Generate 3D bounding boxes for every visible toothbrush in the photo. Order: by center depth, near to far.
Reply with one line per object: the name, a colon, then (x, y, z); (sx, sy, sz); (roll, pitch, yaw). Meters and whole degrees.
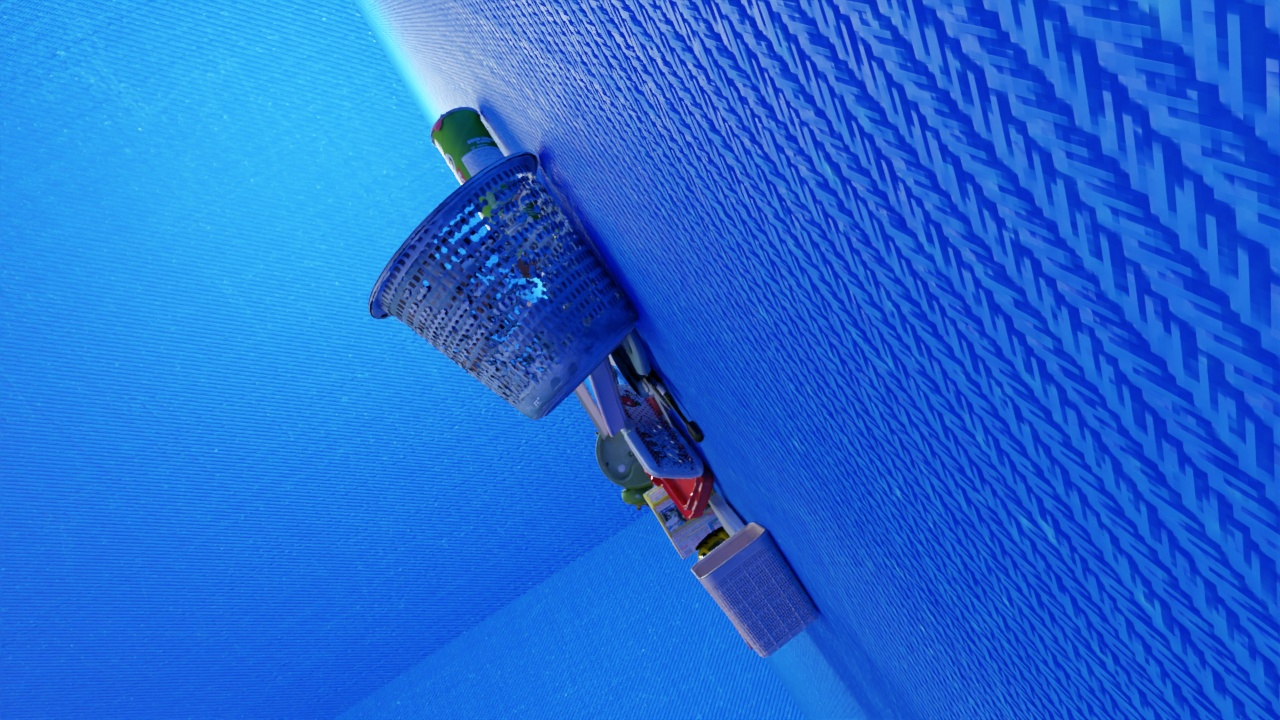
toothbrush: (0.022, 0.027, 1.051); (0.185, 0.012, 0.017); (53, 167, 39)

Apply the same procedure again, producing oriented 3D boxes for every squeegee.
squeegee: (-0.098, -0.036, 1.236); (0.247, 0.040, 0.250); (57, 168, 16)

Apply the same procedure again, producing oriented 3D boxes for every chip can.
chip can: (-0.181, -0.212, 1.147); (0.236, 0.072, 0.072); (57, 175, 21)

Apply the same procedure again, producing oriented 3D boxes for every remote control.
remote control: (0.126, 0.217, 1.143); (0.058, 0.021, 0.150); (60, 174, -23)

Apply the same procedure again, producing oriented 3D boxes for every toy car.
toy car: (0.126, 0.267, 1.177); (0.041, 0.071, 0.156); (56, 174, -28)

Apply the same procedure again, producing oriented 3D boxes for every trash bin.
trash bin: (-0.118, -0.057, 0.911); (0.195, 0.226, 0.226); (45, 175, 0)

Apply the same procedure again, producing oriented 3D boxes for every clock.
clock: (0.006, 0.144, 1.327); (0.161, 0.116, 0.056); (59, -173, 21)

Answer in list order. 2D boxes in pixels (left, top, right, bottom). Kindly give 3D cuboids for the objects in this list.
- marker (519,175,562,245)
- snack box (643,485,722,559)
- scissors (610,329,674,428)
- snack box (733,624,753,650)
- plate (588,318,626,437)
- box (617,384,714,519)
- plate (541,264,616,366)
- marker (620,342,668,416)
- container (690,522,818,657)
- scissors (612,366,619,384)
marker: (-0.116, -0.180, 1.092); (0.124, 0.015, 0.018); (58, -170, 32)
snack box: (0.068, 0.210, 1.279); (0.033, 0.087, 0.140); (52, 173, 45)
scissors: (-0.011, -0.009, 1.031); (0.170, 0.019, 0.181); (48, 161, 57)
snack box: (0.144, 0.313, 1.237); (0.094, 0.077, 0.093); (60, 174, -26)
plate: (-0.056, -0.020, 1.106); (0.229, 0.028, 0.229); (160, 94, -88)
box: (0.008, 0.115, 1.197); (0.201, 0.100, 0.102); (52, 135, 49)
plate: (-0.101, -0.093, 1.342); (0.265, 0.034, 0.162); (55, 174, 26)
marker: (-0.007, 0.007, 1.164); (0.145, 0.017, 0.017); (58, 175, -13)
container: (0.127, 0.250, 1.000); (0.111, 0.090, 0.090); (54, 174, 1)
scissors: (-0.067, 0.001, 1.668); (0.234, 0.021, 0.220); (60, 179, -31)
